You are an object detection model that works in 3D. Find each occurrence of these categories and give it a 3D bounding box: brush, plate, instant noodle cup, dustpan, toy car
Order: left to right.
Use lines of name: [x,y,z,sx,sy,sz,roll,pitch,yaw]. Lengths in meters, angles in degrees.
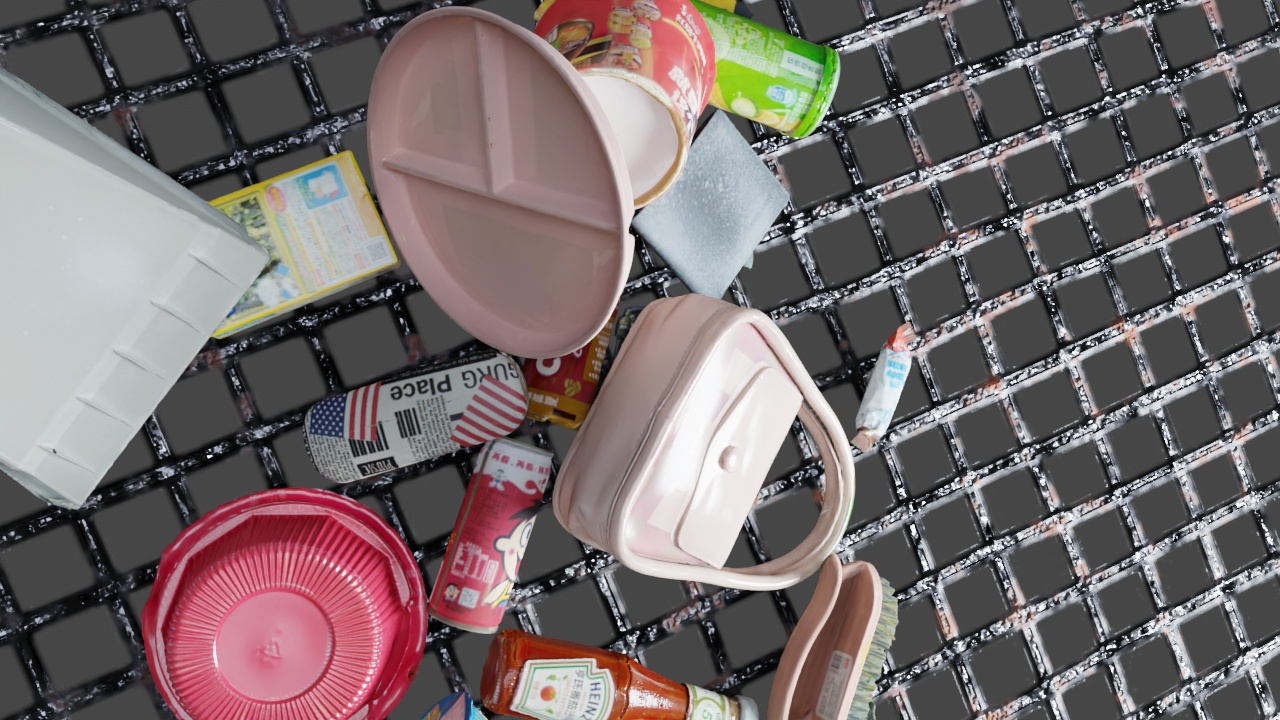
dustpan: [-0.427,-0.073,0.604,0.257,0.143,0.222,38,88,-33]
instant noodle cup: [-0.244,0.186,0.622,0.193,0.066,0.194,0,89,-10]
instant noodle cup: [-0.113,0.304,0.635,0.099,0.099,0.110,-46,105,-9]
plate: [-0.093,-0.110,0.596,0.028,0.230,0.229,-34,96,-44]
instant noodle cup: [-0.017,-0.174,0.620,0.138,0.138,0.108,16,46,-11]
toy car: [-0.004,0.004,0.690,0.043,0.034,0.090,11,88,-14]
brush: [0.147,0.223,0.700,0.073,0.063,0.145,22,84,-20]

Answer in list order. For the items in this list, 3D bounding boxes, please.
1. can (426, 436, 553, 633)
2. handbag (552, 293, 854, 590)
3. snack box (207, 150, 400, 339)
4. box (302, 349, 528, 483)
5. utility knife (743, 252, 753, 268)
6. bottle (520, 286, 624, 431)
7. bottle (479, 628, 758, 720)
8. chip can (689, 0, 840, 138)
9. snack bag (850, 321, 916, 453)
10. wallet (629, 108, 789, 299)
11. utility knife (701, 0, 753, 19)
can: [-0.106,0.122,0.656,0.053,0.053,0.132,19,85,-10]
handbag: [0.069,0.081,0.670,0.234,0.093,0.193,34,81,-31]
snack box: [-0.251,-0.081,0.644,0.140,0.034,0.087,-24,93,-12]
box: [-0.156,0.039,0.644,0.164,0.051,0.068,-15,74,6]
utility knife: [-0.005,-0.129,0.703,0.218,0.013,0.029,26,81,-10]
bottle: [-0.046,-0.039,0.670,0.057,0.057,0.175,15,86,-11]
bottle: [-0.012,0.245,0.670,0.206,0.060,0.059,17,85,-14]
chip can: [0.039,-0.232,0.685,0.221,0.073,0.072,17,85,-10]
snack bag: [0.193,0.022,0.727,0.026,0.048,0.104,17,82,30]
wallet: [0.054,-0.114,0.690,0.097,0.019,0.120,45,70,-26]
utility knife: [0.005,-0.287,0.708,0.171,0.015,0.033,16,80,-9]
